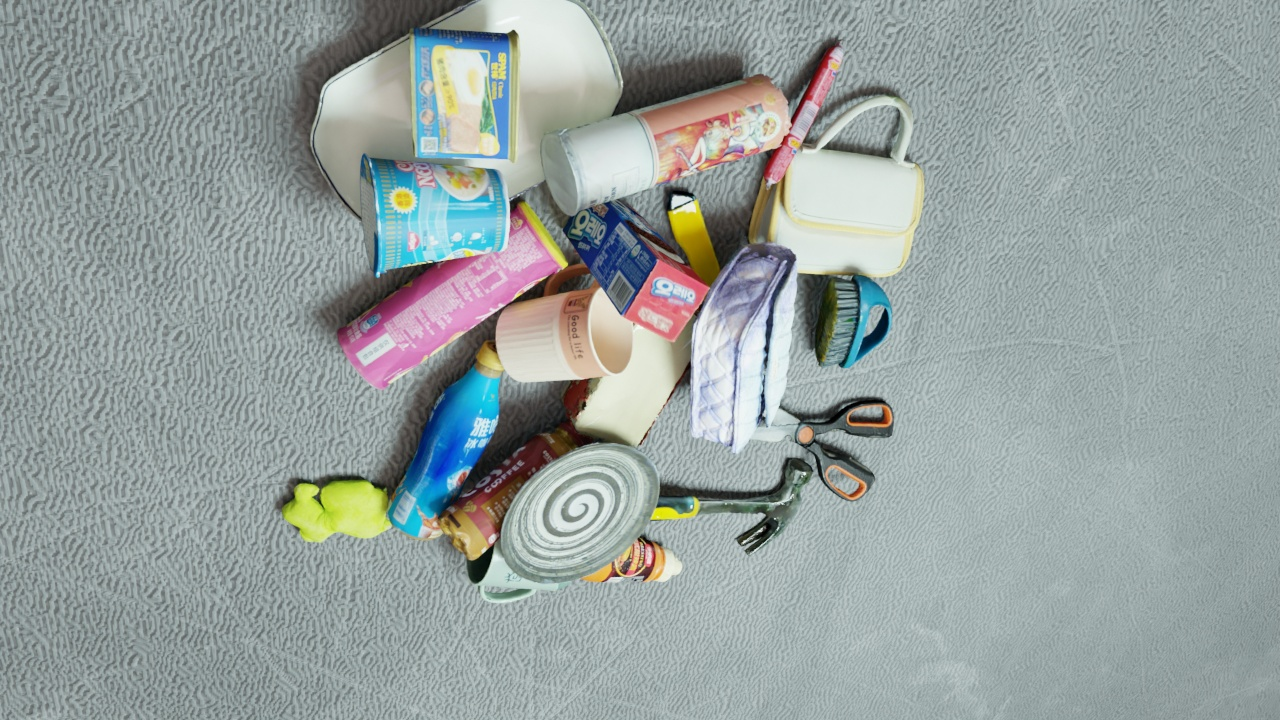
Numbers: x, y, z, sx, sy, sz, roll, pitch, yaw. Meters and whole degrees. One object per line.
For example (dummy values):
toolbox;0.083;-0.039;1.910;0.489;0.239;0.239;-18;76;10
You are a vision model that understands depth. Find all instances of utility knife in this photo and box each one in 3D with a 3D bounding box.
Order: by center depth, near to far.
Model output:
utility knife;0.060;-0.099;0.924;0.033;0.015;0.168;-21;124;2

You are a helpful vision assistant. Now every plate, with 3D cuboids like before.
plate;-0.146;-0.212;0.785;0.266;0.034;0.162;-29;122;0
plate;-0.063;0.154;0.935;0.179;0.024;0.180;-17;128;-24

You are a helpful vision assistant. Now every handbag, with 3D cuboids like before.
handbag;0.104;-0.005;0.902;0.076;0.133;0.194;20;144;19
handbag;0.205;-0.173;0.904;0.163;0.063;0.179;2;114;-20

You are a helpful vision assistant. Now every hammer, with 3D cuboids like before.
hammer;0.043;0.169;1.039;0.322;0.032;0.126;3;119;-27

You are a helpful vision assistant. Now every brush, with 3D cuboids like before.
brush;0.223;-0.038;0.952;0.073;0.055;0.144;-3;151;0

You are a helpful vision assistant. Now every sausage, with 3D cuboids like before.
sausage;0.153;-0.229;0.854;0.020;0.020;0.156;28;90;-28

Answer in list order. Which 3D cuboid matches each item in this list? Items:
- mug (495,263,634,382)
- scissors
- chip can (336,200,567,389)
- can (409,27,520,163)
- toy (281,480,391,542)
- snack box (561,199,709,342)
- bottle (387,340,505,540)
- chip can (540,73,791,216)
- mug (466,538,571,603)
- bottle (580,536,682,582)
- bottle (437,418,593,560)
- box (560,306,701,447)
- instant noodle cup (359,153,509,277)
mug;-0.070;-0.037;0.867;0.106;0.114;0.081;-6;157;28
scissors;0.203;0.078;1.053;0.197;0.022;0.227;-42;115;-9
chip can;-0.173;-0.059;0.843;0.210;0.071;0.071;-34;122;4
can;-0.141;-0.212;0.733;0.083;0.057;0.102;-1;118;-13
toy;-0.309;0.154;0.943;0.100;0.031;0.097;-29;121;1
snack box;-0.011;-0.091;0.794;0.058;0.207;0.057;25;106;-29
bottle;-0.186;0.078;0.919;0.065;0.065;0.219;19;110;-25
chip can;0.024;-0.192;0.801;0.214;0.071;0.071;-22;123;-21
mug;-0.130;0.218;0.999;0.106;0.082;0.112;13;110;-30
bottle;-0.013;0.229;1.061;0.149;0.066;0.067;19;111;-33
bottle;-0.123;0.126;0.938;0.174;0.057;0.057;-40;126;-24
box;-0.005;0.006;0.926;0.091;0.076;0.168;21;110;-27
instant noodle cup;-0.169;-0.122;0.758;0.109;0.099;0.099;-7;120;-23
